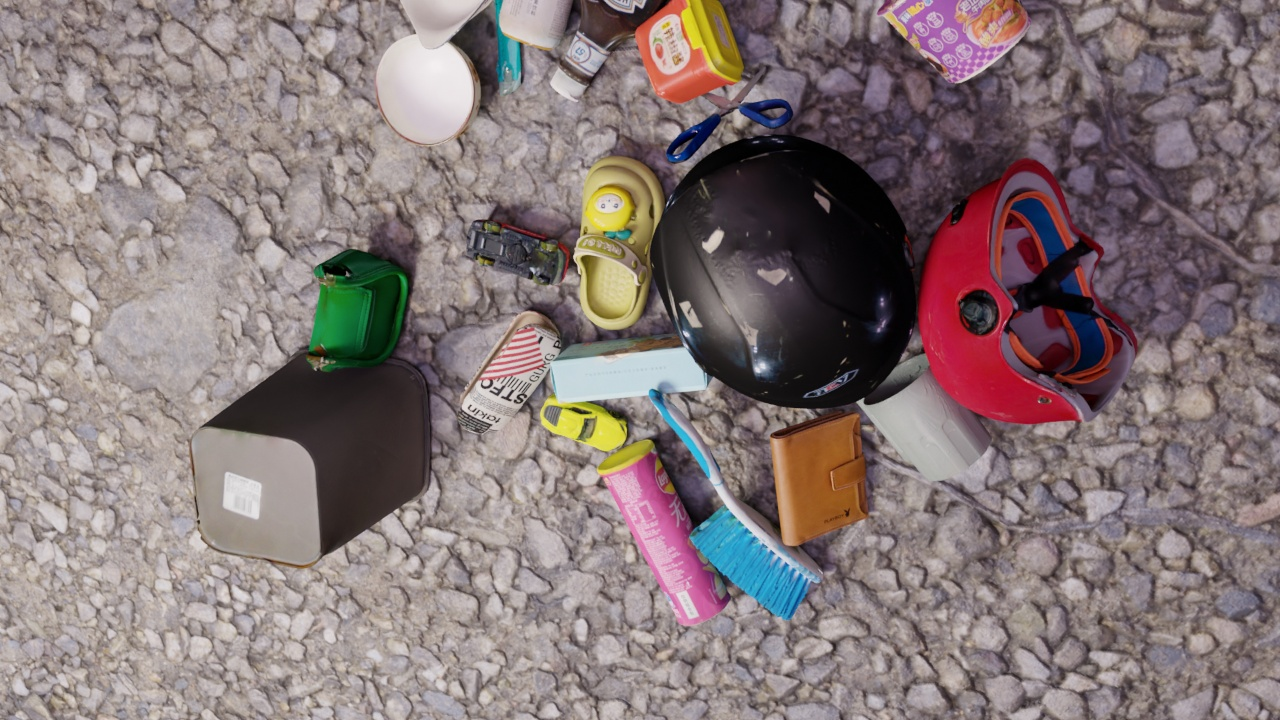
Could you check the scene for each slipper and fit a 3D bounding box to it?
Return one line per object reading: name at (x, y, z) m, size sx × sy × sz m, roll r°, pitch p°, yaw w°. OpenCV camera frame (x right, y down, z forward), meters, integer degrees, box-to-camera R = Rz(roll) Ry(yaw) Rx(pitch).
slipper at (-0.027, -0.118, 0.976) m, size 0.092 × 0.081 × 0.191 m, roll 9°, pitch 111°, yaw 9°

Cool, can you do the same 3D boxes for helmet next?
helmet at (0.132, -0.080, 0.863) m, size 0.234 × 0.229 × 0.274 m, roll -30°, pitch 82°, yaw 22°
helmet at (0.334, -0.050, 0.849) m, size 0.144 × 0.206 × 0.240 m, roll -18°, pitch 97°, yaw 49°

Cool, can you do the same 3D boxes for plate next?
plate at (-0.179, -0.405, 0.925) m, size 0.164 × 0.034 × 0.164 m, roll -41°, pitch 61°, yaw 25°

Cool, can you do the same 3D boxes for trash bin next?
trash bin at (-0.382, 0.114, 1.063) m, size 0.199 × 0.219 × 0.199 m, roll 7°, pitch 109°, yaw 13°

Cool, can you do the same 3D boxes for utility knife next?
utility knife at (-0.143, -0.391, 0.959) m, size 0.029 × 0.013 × 0.221 m, roll 3°, pitch 107°, yaw 14°

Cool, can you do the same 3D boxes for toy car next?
toy car at (-0.134, -0.122, 1.019) m, size 0.120 × 0.045 × 0.053 m, roll 22°, pitch 112°, yaw 13°
toy car at (-0.066, 0.074, 1.068) m, size 0.105 × 0.032 × 0.048 m, roll 19°, pitch 109°, yaw 7°

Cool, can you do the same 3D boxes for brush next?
brush at (0.090, 0.163, 1.013) m, size 0.314 × 0.060 × 0.110 m, roll 41°, pitch 105°, yaw -16°

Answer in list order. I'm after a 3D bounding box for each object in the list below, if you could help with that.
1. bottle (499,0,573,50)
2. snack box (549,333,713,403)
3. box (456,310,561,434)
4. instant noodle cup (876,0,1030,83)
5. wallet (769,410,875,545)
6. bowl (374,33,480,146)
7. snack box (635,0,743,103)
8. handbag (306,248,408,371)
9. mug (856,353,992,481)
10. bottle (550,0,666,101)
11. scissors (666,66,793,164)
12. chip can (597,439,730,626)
bottle at (-0.087, -0.410, 0.910) m, size 0.068 × 0.067 × 0.190 m, roll 22°, pitch 110°, yaw 7°
snack box at (-0.006, 0.006, 1.009) m, size 0.175 × 0.074 × 0.052 m, roll -6°, pitch 105°, yaw 16°
box at (-0.152, 0.012, 1.070) m, size 0.075 × 0.081 × 0.164 m, roll 25°, pitch 113°, yaw -28°
instant noodle cup at (0.286, -0.313, 0.826) m, size 0.112 × 0.111 × 0.099 m, roll -37°, pitch 103°, yaw 21°
wallet at (0.200, 0.124, 0.996) m, size 0.119 × 0.035 × 0.131 m, roll -15°, pitch 109°, yaw -14°
bowl at (-0.220, -0.289, 0.984) m, size 0.113 × 0.062 × 0.113 m, roll 4°, pitch 106°, yaw 12°
snack box at (0.047, -0.304, 0.901) m, size 0.080 × 0.081 × 0.091 m, roll -22°, pitch 84°, yaw 30°
handbag at (-0.329, -0.055, 1.052) m, size 0.068 × 0.120 × 0.131 m, roll 22°, pitch 112°, yaw 14°
mug at (0.282, 0.060, 0.939) m, size 0.083 × 0.124 × 0.103 m, roll -41°, pitch 95°, yaw -20°
bottle at (-0.027, -0.353, 0.925) m, size 0.080 × 0.044 × 0.195 m, roll 36°, pitch 112°, yaw 0°
scissors at (0.085, -0.235, 0.870) m, size 0.162 × 0.175 × 0.012 m, roll 19°, pitch 145°, yaw 50°
chip can at (0.028, 0.199, 1.060) m, size 0.071 × 0.071 × 0.210 m, roll -24°, pitch 100°, yaw 20°
